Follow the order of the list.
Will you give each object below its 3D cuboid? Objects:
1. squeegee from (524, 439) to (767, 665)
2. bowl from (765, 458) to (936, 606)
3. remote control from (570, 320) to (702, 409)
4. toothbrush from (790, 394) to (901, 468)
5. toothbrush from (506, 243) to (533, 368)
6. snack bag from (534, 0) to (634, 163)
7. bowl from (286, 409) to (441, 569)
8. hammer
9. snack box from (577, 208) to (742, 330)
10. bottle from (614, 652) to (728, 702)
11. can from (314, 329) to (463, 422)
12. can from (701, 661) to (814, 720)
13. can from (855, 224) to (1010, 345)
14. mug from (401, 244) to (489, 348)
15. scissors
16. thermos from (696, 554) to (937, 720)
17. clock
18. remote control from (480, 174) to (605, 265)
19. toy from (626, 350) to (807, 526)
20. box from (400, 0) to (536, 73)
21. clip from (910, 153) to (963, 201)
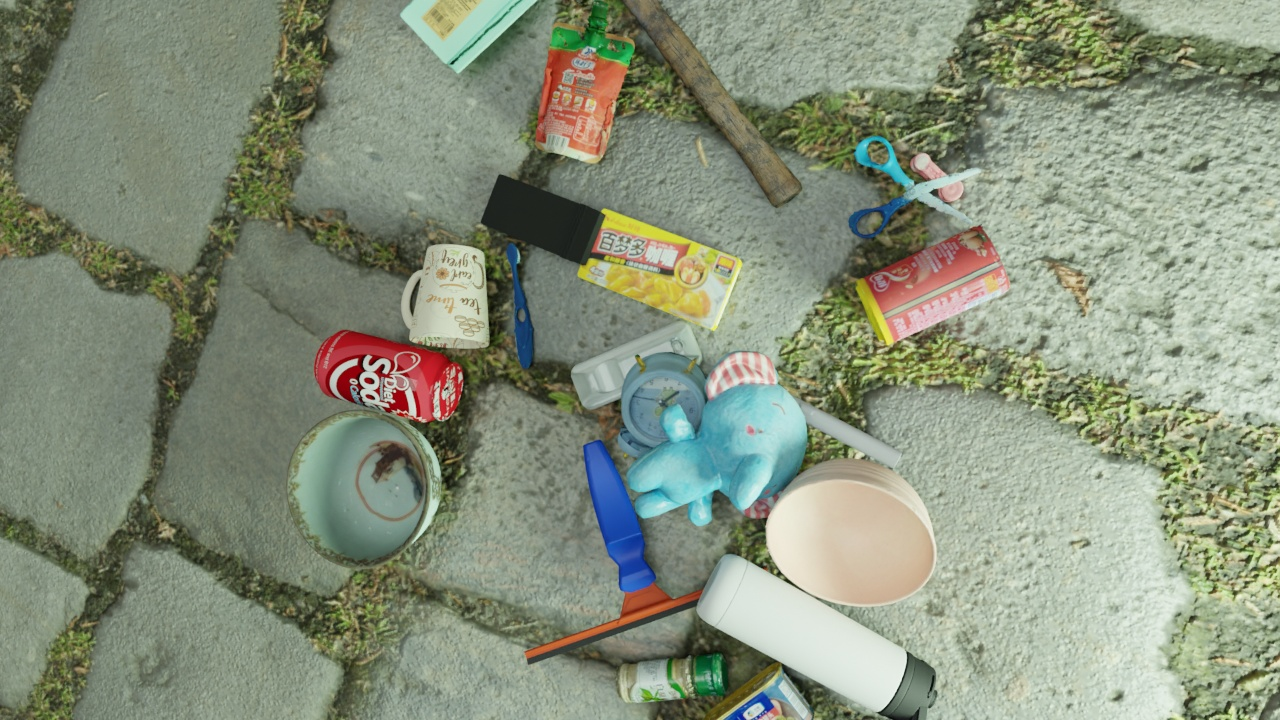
[{"bbox_3d":[-0.020,0.169,0.915,0.249,0.055,0.184,-18,85,-5],"label":"squeegee"},{"bbox_3d":[0.195,0.145,0.841,0.153,0.076,0.153,10,126,14],"label":"bowl"},{"bbox_3d":[-0.005,0.005,0.929,0.133,0.022,0.050,-23,85,12],"label":"remote control"},{"bbox_3d":[0.163,0.052,0.889,0.188,0.019,0.018,28,103,12],"label":"toothbrush"},{"bbox_3d":[-0.127,-0.057,0.964,0.021,0.016,0.132,-7,91,14],"label":"toothbrush"},{"bbox_3d":[-0.058,-0.281,0.919,0.087,0.044,0.155,16,103,11],"label":"snack bag"},{"bbox_3d":[-0.272,0.128,0.956,0.160,0.093,0.160,0,90,13],"label":"bowl"},{"bbox_3d":[0.058,-0.295,0.912,0.120,0.033,0.330,-37,82,10],"label":"hammer"},{"bbox_3d":[0.018,-0.092,0.922,0.152,0.025,0.075,22,94,13],"label":"snack box"},{"bbox_3d":[0.030,0.315,0.909,0.110,0.042,0.042,-10,87,14],"label":"bottle"},{"bbox_3d":[-0.265,0.017,0.965,0.142,0.074,0.074,14,93,13],"label":"can"},{"bbox_3d":[0.113,0.345,0.883,0.100,0.054,0.059,-41,82,11],"label":"can"},{"bbox_3d":[0.266,-0.068,0.841,0.124,0.066,0.066,-25,84,12],"label":"can"},{"bbox_3d":[-0.210,-0.065,0.964,0.122,0.081,0.097,-4,81,40],"label":"mug"},{"bbox_3d":[0.249,-0.150,0.859,0.130,0.014,0.117,31,116,15],"label":"scissors"},{"bbox_3d":[0.160,0.275,0.846,0.230,0.069,0.101,28,63,5],"label":"thermos"},{"bbox_3d":[0.023,0.054,0.900,0.089,0.051,0.125,4,107,2],"label":"clock"},{"bbox_3d":[-0.102,-0.146,0.944,0.133,0.013,0.058,25,96,25],"label":"remote control"},{"bbox_3d":[0.077,0.090,0.837,0.180,0.115,0.183,-25,121,-17],"label":"toy"},{"bbox_3d":[-0.153,-0.389,0.919,0.188,0.091,0.077,-39,48,11],"label":"box"},{"bbox_3d":[0.276,-0.173,0.857,0.023,0.043,0.060,-47,66,12],"label":"clip"}]
